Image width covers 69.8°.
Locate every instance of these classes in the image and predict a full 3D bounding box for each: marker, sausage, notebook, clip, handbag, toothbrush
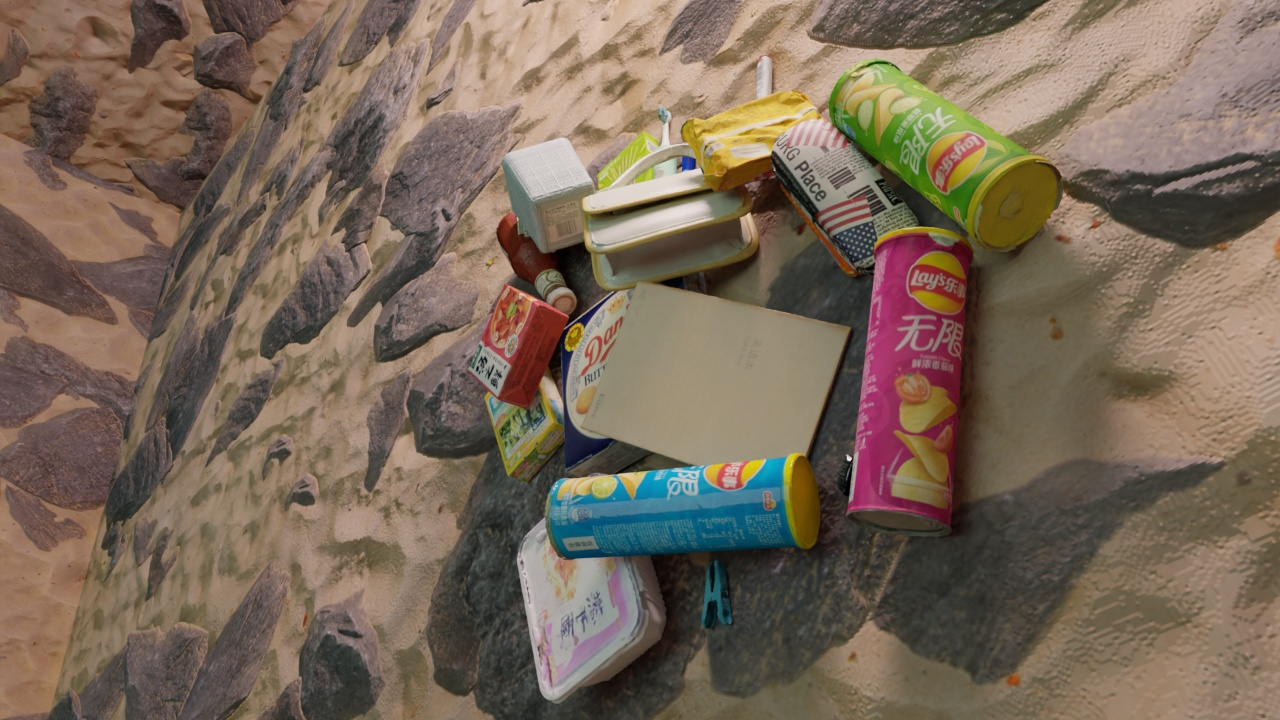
[{"bbox_3d":[0.125,-0.253,0.935,0.017,0.017,0.145,-20,54,43],"label":"marker"},{"bbox_3d":[0.160,-0.123,0.811,0.021,0.021,0.165,-47,40,21],"label":"sausage"},{"bbox_3d":[0.049,-0.162,0.973,0.017,0.017,0.145,-22,53,42],"label":"marker"},{"bbox_3d":[0.060,0.018,0.795,0.212,0.012,0.149,16,81,31],"label":"notebook"},{"bbox_3d":[0.062,0.190,0.749,0.049,0.015,0.056,-29,50,41],"label":"clip"},{"bbox_3d":[0.021,-0.160,0.909,0.163,0.063,0.178,-13,46,2],"label":"handbag"},{"bbox_3d":[0.184,0.014,0.709,0.017,0.014,0.189,-1,68,63],"label":"toothbrush"},{"bbox_3d":[0.027,-0.209,1.008,0.027,0.027,0.224,-27,42,29],"label":"toothbrush"}]

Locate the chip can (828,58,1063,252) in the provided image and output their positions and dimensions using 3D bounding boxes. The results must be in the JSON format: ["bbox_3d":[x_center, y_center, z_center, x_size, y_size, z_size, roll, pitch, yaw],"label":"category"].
[{"bbox_3d":[0.226,-0.168,0.716,0.073,0.072,0.221,-51,39,17],"label":"chip can"}]

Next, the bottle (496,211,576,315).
[{"bbox_3d":[-0.125,-0.118,1.123,0.060,0.059,0.206,-52,38,15],"label":"bottle"}]

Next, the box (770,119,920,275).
[{"bbox_3d":[0.169,-0.135,0.766,0.072,0.059,0.164,-40,57,19],"label":"box"}]

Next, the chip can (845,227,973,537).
[{"bbox_3d":[0.192,0.015,0.650,0.072,0.071,0.210,-11,62,47],"label":"chip can"}]

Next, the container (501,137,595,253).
[{"bbox_3d":[-0.103,-0.195,1.097,0.090,0.090,0.111,-19,43,-12],"label":"container"}]

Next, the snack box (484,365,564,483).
[{"bbox_3d":[-0.130,0.060,1.044,0.087,0.033,0.140,-49,37,19],"label":"snack box"}]

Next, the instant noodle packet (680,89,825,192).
[{"bbox_3d":[0.109,-0.205,0.859,0.128,0.044,0.110,-16,42,-3],"label":"instant noodle packet"}]

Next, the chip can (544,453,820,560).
[{"bbox_3d":[0.031,0.119,0.728,0.211,0.071,0.071,-9,61,26],"label":"chip can"}]

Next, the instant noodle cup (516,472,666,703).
[{"bbox_3d":[-0.039,0.205,0.825,0.138,0.060,0.173,-44,42,23],"label":"instant noodle cup"}]

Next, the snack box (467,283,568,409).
[{"bbox_3d":[-0.144,-0.020,1.034,0.127,0.044,0.113,31,98,57],"label":"snack box"}]

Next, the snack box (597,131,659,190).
[{"bbox_3d":[-0.008,-0.179,1.044,0.086,0.026,0.156,-35,46,34],"label":"snack box"}]

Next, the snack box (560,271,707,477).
[{"bbox_3d":[-0.005,0.005,0.915,0.178,0.045,0.182,-34,46,33],"label":"snack box"}]
